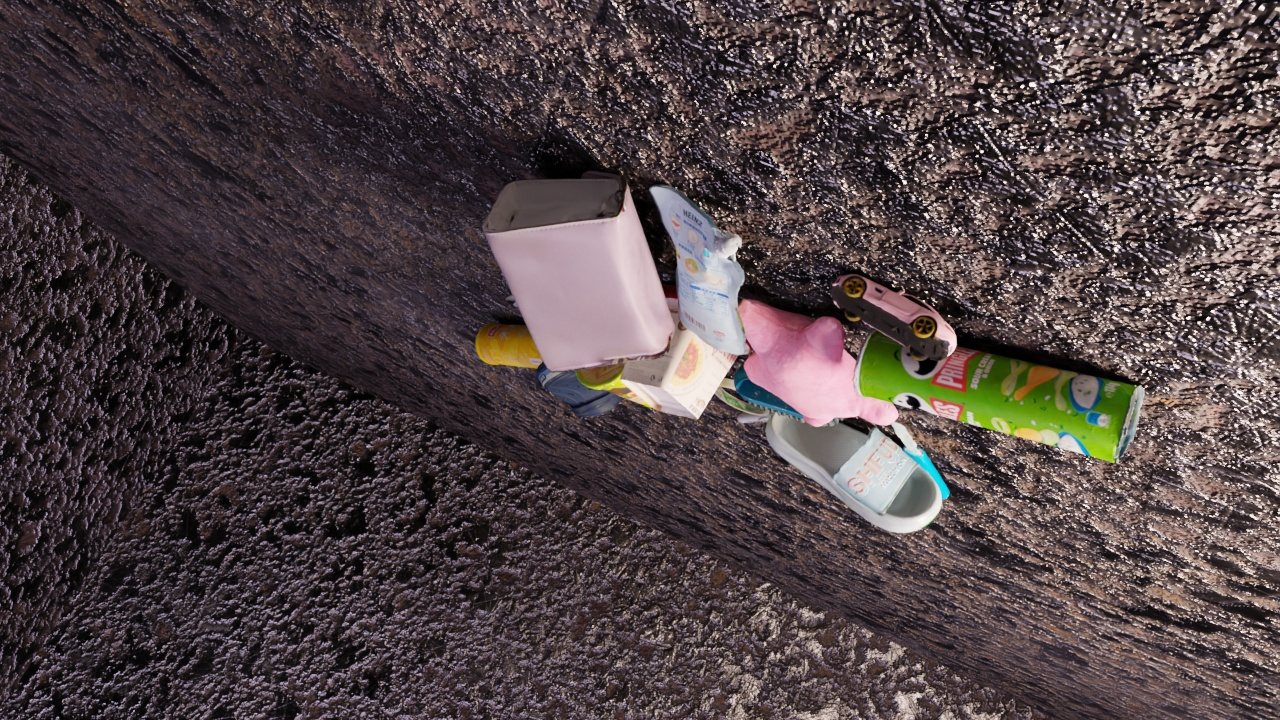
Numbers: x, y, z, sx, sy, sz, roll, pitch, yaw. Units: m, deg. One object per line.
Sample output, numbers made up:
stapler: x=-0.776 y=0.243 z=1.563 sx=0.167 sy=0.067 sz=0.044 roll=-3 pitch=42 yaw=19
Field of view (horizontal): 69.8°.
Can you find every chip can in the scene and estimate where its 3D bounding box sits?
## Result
chip can: x=-0.185 y=-0.023 z=1.470 sx=0.072 sy=0.072 sz=0.214 roll=38 pitch=161 yaw=-33
chip can: x=0.317 y=0.027 z=0.830 sx=0.236 sy=0.072 sz=0.072 roll=16 pitch=161 yaw=33

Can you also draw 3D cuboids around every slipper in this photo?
slipper: x=0.268 y=0.120 z=1.153 sx=0.245 sy=0.103 sz=0.074 roll=32 pitch=142 yaw=29
slipper: x=-0.075 y=0.043 z=1.376 sx=0.095 sy=0.105 sz=0.253 roll=62 pitch=-174 yaw=18

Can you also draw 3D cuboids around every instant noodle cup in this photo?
instant noodle cup: x=0.048 y=-0.008 z=1.052 sx=0.117 sy=0.124 sz=0.116 roll=10 pitch=157 yaw=46
instant noodle cup: x=-0.007 y=0.007 z=1.238 sx=0.112 sy=0.111 sz=0.123 roll=11 pitch=165 yaw=45

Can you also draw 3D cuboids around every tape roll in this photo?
tape roll: x=0.141 y=0.051 z=1.284 sx=0.086 sy=0.013 sz=0.086 roll=25 pitch=164 yaw=7

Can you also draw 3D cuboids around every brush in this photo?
brush: x=0.176 y=0.035 z=1.104 sx=0.144 sy=0.055 sz=0.073 roll=18 pitch=163 yaw=31

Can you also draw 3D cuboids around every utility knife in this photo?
utility knife: x=0.356 y=0.128 z=1.176 sx=0.034 sy=0.018 sz=0.225 roll=15 pitch=159 yaw=39

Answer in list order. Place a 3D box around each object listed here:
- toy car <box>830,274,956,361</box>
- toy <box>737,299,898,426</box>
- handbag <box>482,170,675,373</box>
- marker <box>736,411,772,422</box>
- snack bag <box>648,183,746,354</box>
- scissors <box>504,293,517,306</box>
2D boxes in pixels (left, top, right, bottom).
toy car: x=0.227 y=-0.042 z=0.823 sx=0.122 sy=0.037 sz=0.056 roll=34 pitch=165 yaw=25
toy: x=0.166 y=0.003 z=0.980 sx=0.179 sy=0.074 sz=0.194 roll=-2 pitch=136 yaw=52
handbag: x=-0.054 y=-0.088 z=0.932 sx=0.145 sy=0.098 sz=0.197 roll=1 pitch=137 yaw=22
marker: x=0.180 y=0.081 z=1.310 sx=0.017 sy=0.017 sz=0.145 roll=33 pitch=163 yaw=-20
snack bag: x=0.061 y=-0.085 z=0.897 sx=0.110 sy=0.038 sz=0.191 roll=49 pitch=165 yaw=30
scissors: x=-0.148 y=-0.101 z=1.273 sx=0.235 sy=0.021 sz=0.152 roll=18 pitch=155 yaw=41
